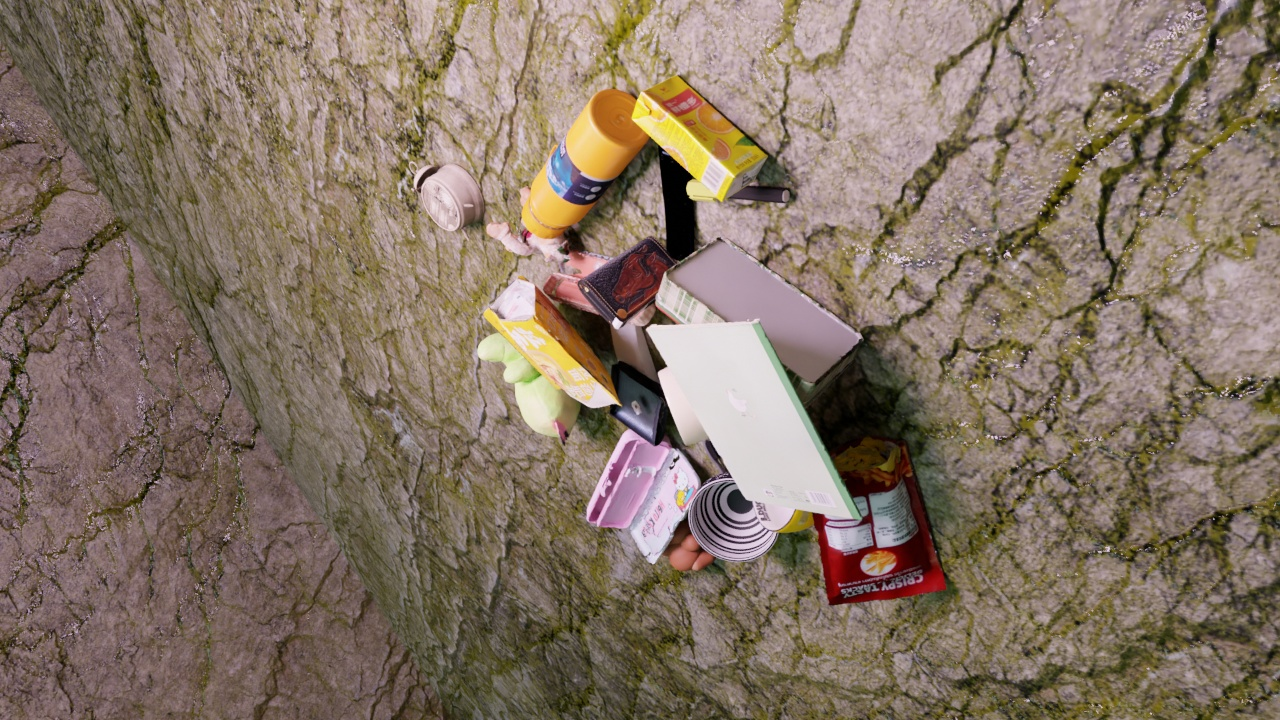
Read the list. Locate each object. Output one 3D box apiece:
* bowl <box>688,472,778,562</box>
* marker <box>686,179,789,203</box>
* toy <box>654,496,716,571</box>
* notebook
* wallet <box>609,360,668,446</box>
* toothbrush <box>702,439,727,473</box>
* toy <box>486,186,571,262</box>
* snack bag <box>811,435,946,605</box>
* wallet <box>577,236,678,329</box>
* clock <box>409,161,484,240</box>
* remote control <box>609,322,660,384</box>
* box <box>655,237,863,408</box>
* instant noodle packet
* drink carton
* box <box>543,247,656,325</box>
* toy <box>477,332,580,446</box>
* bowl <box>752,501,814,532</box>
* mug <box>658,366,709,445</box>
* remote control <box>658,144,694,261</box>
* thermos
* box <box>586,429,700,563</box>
[{"bbox_3d":[0.129,0.200,1.224,0.120,0.066,0.120,5,108,14],"label":"bowl"},{"bbox_3d":[0.101,-0.176,0.968,0.124,0.017,0.021,14,86,40],"label":"marker"},{"bbox_3d":[0.057,0.260,1.392,0.095,0.065,0.127,-29,87,52],"label":"toy"},{"bbox_3d":[0.120,0.065,0.984,0.182,0.010,0.252,1,127,55],"label":"notebook"},{"bbox_3d":[-0.003,0.058,1.251,0.089,0.026,0.115,34,144,23],"label":"wallet"},{"bbox_3d":[0.130,0.179,1.263,0.013,0.012,0.167,-16,108,45],"label":"toothbrush"},{"bbox_3d":[-0.137,-0.161,1.205,0.106,0.085,0.074,37,157,13],"label":"toy"},{"bbox_3d":[0.263,0.194,1.046,0.139,0.066,0.208,-15,111,8],"label":"snack bag"},{"bbox_3d":[-0.009,-0.094,1.078,0.072,0.122,0.020,48,146,6],"label":"wallet"},{"bbox_3d":[-0.290,-0.243,1.331,0.141,0.054,0.093,40,144,14],"label":"clock"},{"bbox_3d":[-0.007,0.007,1.255,0.050,0.024,0.143,11,130,44],"label":"remote control"},{"bbox_3d":[0.125,-0.043,0.980,0.205,0.117,0.051,38,139,17],"label":"box"},{"bbox_3d":[-0.109,-0.017,1.196,0.163,0.084,0.222,49,174,-21],"label":"instant noodle packet"},{"bbox_3d":[0.059,-0.228,0.937,0.134,0.058,0.043,45,146,12],"label":"drink carton"},{"bbox_3d":[-0.048,-0.097,1.184,0.187,0.082,0.041,17,165,38],"label":"box"},{"bbox_3d":[-0.154,0.032,1.378,0.197,0.107,0.150,45,177,2],"label":"toy"},{"bbox_3d":[0.190,0.149,1.101,0.117,0.067,0.117,-172,90,-69],"label":"bowl"},{"bbox_3d":[0.082,0.033,1.115,0.096,0.100,0.120,65,-175,-46],"label":"mug"},{"bbox_3d":[0.040,-0.178,1.038,0.041,0.020,0.152,27,140,34],"label":"remote control"},{"bbox_3d":[-0.070,-0.227,1.084,0.076,0.091,0.233,28,149,-15],"label":"thermos"},{"bbox_3d":[0.007,0.194,1.350,0.146,0.077,0.202,30,129,6],"label":"box"}]
